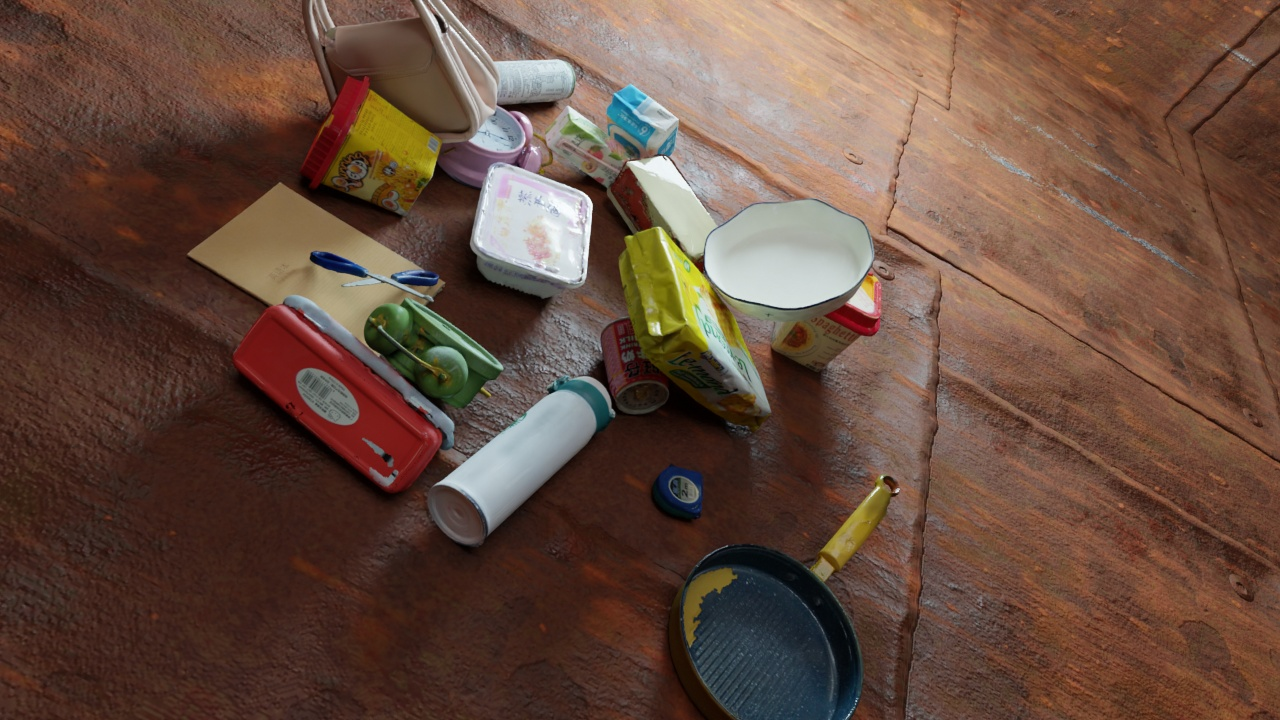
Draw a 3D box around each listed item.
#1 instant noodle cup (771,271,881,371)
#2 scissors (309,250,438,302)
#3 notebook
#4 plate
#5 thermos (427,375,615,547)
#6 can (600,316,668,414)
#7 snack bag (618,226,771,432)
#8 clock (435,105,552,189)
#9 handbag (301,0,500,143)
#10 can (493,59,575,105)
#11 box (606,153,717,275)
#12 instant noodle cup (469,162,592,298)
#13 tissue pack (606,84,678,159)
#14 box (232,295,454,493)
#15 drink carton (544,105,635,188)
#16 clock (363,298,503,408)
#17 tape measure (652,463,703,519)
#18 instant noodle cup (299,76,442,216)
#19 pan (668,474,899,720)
[{"bbox_3d":[0.236,-0.061,1.192,0.116,0.124,0.116,27,43,-9],"label":"instant noodle cup"},{"bbox_3d":[-0.260,-0.084,0.927,0.174,0.012,0.162,21,13,30],"label":"scissors"},{"bbox_3d":[-0.332,-0.093,0.960,0.211,0.012,0.149,31,44,-2],"label":"notebook"},{"bbox_3d":[0.179,-0.120,1.115,0.205,0.046,0.204,-6,45,6],"label":"plate"},{"bbox_3d":[-0.108,0.086,0.892,0.073,0.073,0.223,41,42,7],"label":"thermos"},{"bbox_3d":[-0.006,0.006,1.026,0.066,0.067,0.093,8,48,-25],"label":"can"},{"bbox_3d":[0.060,-0.029,1.034,0.246,0.068,0.157,42,26,-47],"label":"snack bag"},{"bbox_3d":[-0.187,-0.277,1.179,0.158,0.060,0.117,4,51,-32],"label":"clock"},{"bbox_3d":[-0.284,-0.359,1.037,0.193,0.234,0.093,0,52,20],"label":"handbag"},{"bbox_3d":[-0.164,-0.395,1.301,0.146,0.058,0.058,-19,63,-41],"label":"can"},{"bbox_3d":[0.039,-0.193,1.211,0.091,0.077,0.168,-21,71,-38],"label":"box"},{"bbox_3d":[-0.134,-0.147,1.094,0.138,0.061,0.173,18,44,-17],"label":"instant noodle cup"},{"bbox_3d":[-0.001,-0.319,1.285,0.090,0.140,0.063,38,82,5],"label":"tissue pack"},{"bbox_3d":[-0.263,0.026,0.857,0.201,0.095,0.098,39,9,2],"label":"box"},{"bbox_3d":[-0.066,-0.282,1.234,0.122,0.054,0.045,29,33,-36],"label":"drink carton"},{"bbox_3d":[-0.198,-0.007,0.873,0.116,0.056,0.161,36,0,13],"label":"clock"},{"bbox_3d":[0.040,0.138,0.965,0.054,0.025,0.058,19,40,-13],"label":"tape measure"},{"bbox_3d":[-0.302,-0.237,1.043,0.123,0.116,0.115,27,42,-25],"label":"instant noodle cup"},{"bbox_3d":[0.171,0.228,0.924,0.197,0.078,0.356,43,43,9],"label":"pan"}]
